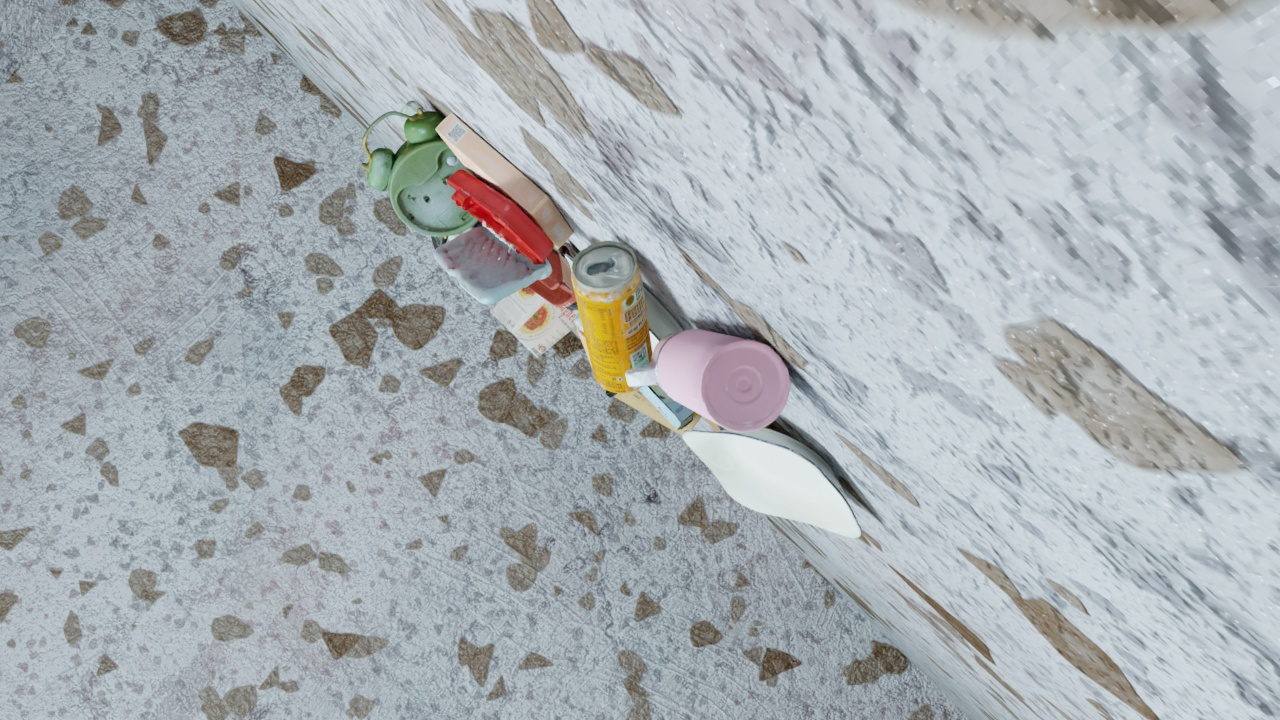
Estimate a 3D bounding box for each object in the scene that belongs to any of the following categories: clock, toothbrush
[{"bbox_3d":[-0.243,-0.215,1.045,0.161,0.116,0.056,44,-172,-39],"label":"clock"},{"bbox_3d":[-0.214,-0.246,1.113,0.189,0.029,0.020,43,136,1],"label":"toothbrush"}]

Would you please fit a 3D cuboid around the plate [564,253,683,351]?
[{"bbox_3d":[-0.006,-0.050,0.925,0.163,0.034,0.164,44,176,4],"label":"plate"}]

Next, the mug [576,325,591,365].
[{"bbox_3d":[-0.050,-0.030,1.342,0.078,0.078,0.123,42,171,23],"label":"mug"}]

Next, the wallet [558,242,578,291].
[{"bbox_3d":[-0.047,-0.080,1.080,0.124,0.032,0.101,43,173,7],"label":"wallet"}]

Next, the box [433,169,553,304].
[{"bbox_3d":[-0.167,-0.121,0.952,0.095,0.100,0.201,44,177,-33],"label":"box"}]

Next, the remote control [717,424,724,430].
[{"bbox_3d":[0.090,0.055,1.027,0.136,0.024,0.053,60,-176,-25],"label":"remote control"}]

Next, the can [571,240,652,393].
[{"bbox_3d":[-0.022,-0.034,0.803,0.058,0.058,0.146,42,157,31],"label":"can"}]

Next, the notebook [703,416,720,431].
[{"bbox_3d":[0.133,0.101,1.158,0.148,0.008,0.207,34,173,23],"label":"notebook"}]

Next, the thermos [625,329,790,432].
[{"bbox_3d":[0.044,0.012,0.724,0.198,0.087,0.067,-155,53,-76],"label":"thermos"}]

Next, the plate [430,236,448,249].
[{"bbox_3d":[-0.265,-0.229,1.198,0.180,0.024,0.179,172,90,-74],"label":"plate"}]

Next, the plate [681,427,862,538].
[{"bbox_3d":[0.134,0.110,0.906,0.164,0.034,0.163,8,148,43],"label":"plate"}]

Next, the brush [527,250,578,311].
[{"bbox_3d":[-0.118,-0.111,1.224,0.069,0.063,0.146,30,-175,-37],"label":"brush"}]

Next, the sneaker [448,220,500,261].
[{"bbox_3d":[-0.229,-0.198,1.252,0.242,0.089,0.091,39,172,46],"label":"sneaker"}]

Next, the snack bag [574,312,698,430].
[{"bbox_3d":[-0.007,0.007,1.126,0.191,0.039,0.110,46,-167,9],"label":"snack bag"}]

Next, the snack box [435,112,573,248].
[{"bbox_3d":[-0.140,-0.184,0.945,0.157,0.026,0.084,43,176,22],"label":"snack box"}]

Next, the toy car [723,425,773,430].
[{"bbox_3d":[0.127,0.080,0.987,0.048,0.032,0.105,42,-173,30],"label":"toy car"}]

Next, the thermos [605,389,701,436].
[{"bbox_3d":[0.020,0.042,1.299,0.143,0.093,0.093,37,177,-9],"label":"thermos"}]

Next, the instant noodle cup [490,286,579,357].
[{"bbox_3d":[-0.148,-0.081,1.392,0.116,0.124,0.116,40,175,44],"label":"instant noodle cup"}]
